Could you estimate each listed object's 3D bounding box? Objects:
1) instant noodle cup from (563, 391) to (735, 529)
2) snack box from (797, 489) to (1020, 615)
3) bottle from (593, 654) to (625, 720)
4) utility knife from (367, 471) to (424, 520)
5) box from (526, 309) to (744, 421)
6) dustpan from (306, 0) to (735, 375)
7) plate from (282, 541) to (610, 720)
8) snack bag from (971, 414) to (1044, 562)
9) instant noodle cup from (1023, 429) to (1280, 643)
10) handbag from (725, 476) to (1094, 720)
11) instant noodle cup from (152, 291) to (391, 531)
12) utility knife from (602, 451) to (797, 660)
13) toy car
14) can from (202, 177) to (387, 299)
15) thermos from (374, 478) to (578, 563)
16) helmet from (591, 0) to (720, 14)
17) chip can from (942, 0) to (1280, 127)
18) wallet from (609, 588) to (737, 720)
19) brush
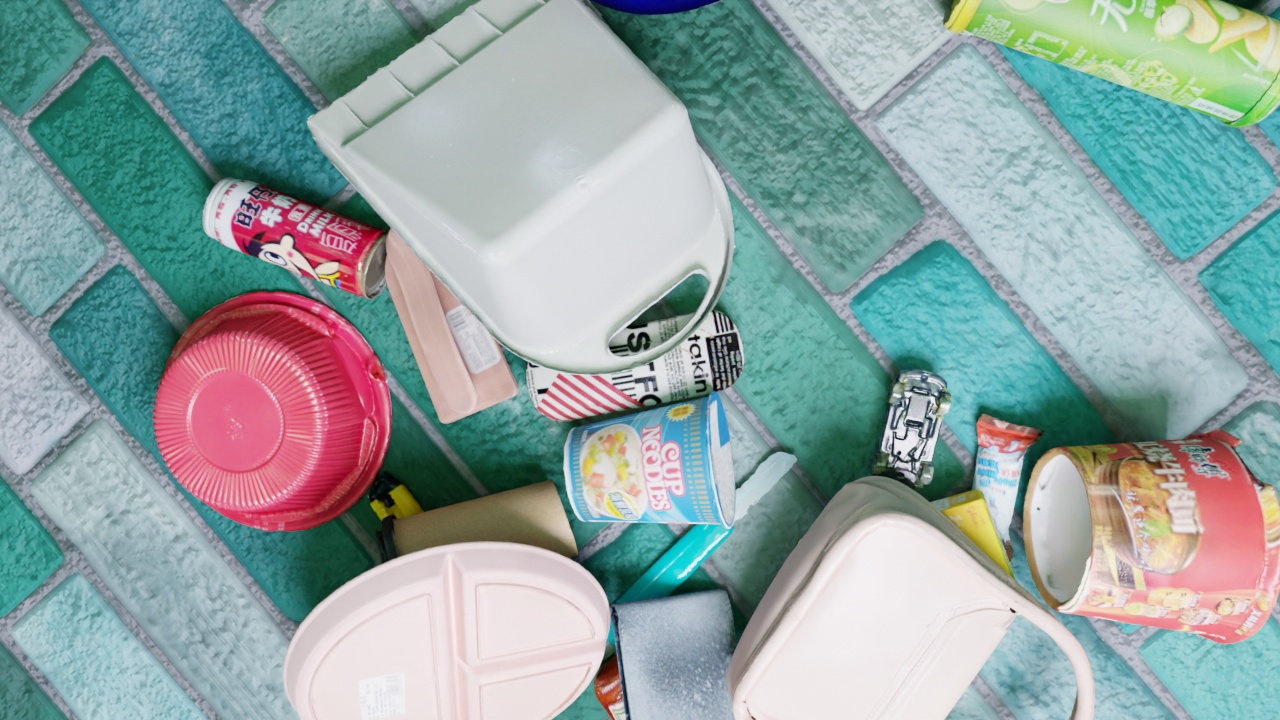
[{"bbox_3d":[0.007,0.078,0.664,0.110,0.099,0.099,-8,93,13],"label":"instant noodle cup"},{"bbox_3d":[0.193,0.155,0.666,0.141,0.033,0.087,-20,92,16],"label":"snack box"},{"bbox_3d":[0.041,0.311,0.690,0.060,0.059,0.206,-34,90,7],"label":"bottle"},{"bbox_3d":[-0.161,0.162,0.720,0.033,0.015,0.171,-33,91,7],"label":"utility knife"},{"bbox_3d":[-0.005,0.004,0.678,0.164,0.051,0.068,-14,107,3],"label":"box"},{"bbox_3d":[-0.062,-0.122,0.658,0.222,0.143,0.258,-39,59,-10],"label":"dustpan"},{"bbox_3d":[-0.129,0.215,0.645,0.229,0.028,0.230,-10,131,-12],"label":"plate"},{"bbox_3d":[0.259,0.094,0.670,0.048,0.026,0.104,14,96,13],"label":"snack bag"},{"bbox_3d":[0.327,0.115,0.607,0.108,0.138,0.138,2,94,2],"label":"instant noodle cup"},{"bbox_3d":[0.195,0.207,0.622,0.234,0.093,0.193,29,105,2],"label":"handbag"},{"bbox_3d":[-0.293,0.044,0.700,0.194,0.065,0.194,1,95,6],"label":"instant noodle cup"},{"bbox_3d":[0.039,0.147,0.700,0.218,0.013,0.029,-46,76,9],"label":"utility knife"},{"bbox_3d":[0.196,0.051,0.669,0.043,0.034,0.090,10,97,2],"label":"toy car"},{"bbox_3d":[-0.255,-0.093,0.691,0.133,0.053,0.053,20,96,3],"label":"can"},{"bbox_3d":[-0.123,0.140,0.674,0.143,0.093,0.093,-20,92,-11],"label":"thermos"},{"bbox_3d":[0.037,-0.371,0.550,0.247,0.240,0.315,39,96,0],"label":"helmet"},{"bbox_3d":[0.323,-0.223,0.617,0.221,0.072,0.072,21,96,3],"label":"chip can"},{"bbox_3d":[0.029,0.232,0.666,0.097,0.019,0.120,-1,74,-28],"label":"wallet"},{"bbox_3d":[-0.145,-0.031,0.676,0.063,0.073,0.145,-22,90,7],"label":"brush"}]
